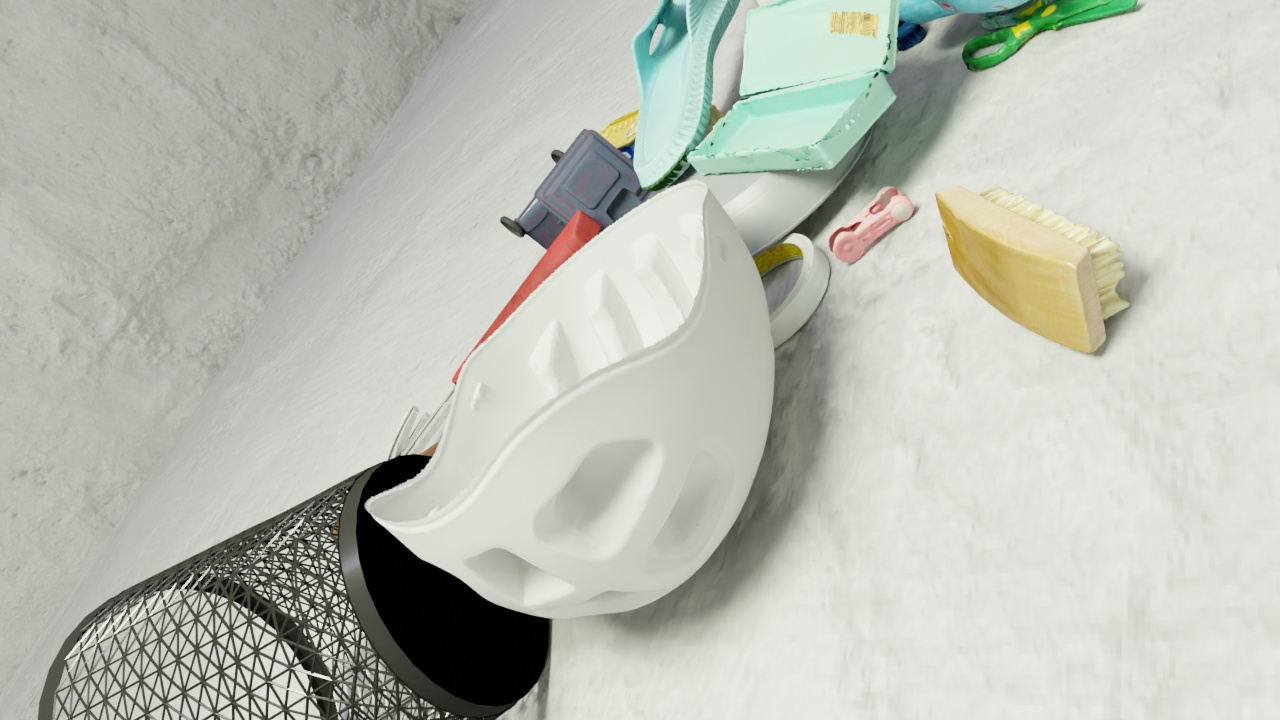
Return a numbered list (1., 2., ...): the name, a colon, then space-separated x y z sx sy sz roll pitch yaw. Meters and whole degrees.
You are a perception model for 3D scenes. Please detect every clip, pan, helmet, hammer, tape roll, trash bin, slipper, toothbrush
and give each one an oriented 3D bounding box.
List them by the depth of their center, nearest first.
1. helmet: -0.028 0.012 0.541 0.225 0.184 0.281 -27 41 29
2. clip: 0.145 -0.090 0.584 0.060 0.023 0.044 -30 29 33
3. trash bin: -0.203 0.189 0.587 0.244 0.217 0.216 -33 31 19
4. tape roll: 0.085 -0.044 0.622 0.094 0.019 0.093 -38 29 25
5. toothbrush: 0.150 -0.227 0.756 0.190 0.017 0.016 -21 39 47
6. pan: 0.036 -0.121 0.765 0.358 0.051 0.200 -19 34 46
7. slipper: 0.030 -0.269 0.782 0.116 0.069 0.275 -31 41 58
8. hammer: -0.139 -0.005 0.824 0.316 0.036 0.126 -51 24 16
9. trash bin: -0.061 -0.152 0.874 0.093 0.092 0.161 -55 13 -11

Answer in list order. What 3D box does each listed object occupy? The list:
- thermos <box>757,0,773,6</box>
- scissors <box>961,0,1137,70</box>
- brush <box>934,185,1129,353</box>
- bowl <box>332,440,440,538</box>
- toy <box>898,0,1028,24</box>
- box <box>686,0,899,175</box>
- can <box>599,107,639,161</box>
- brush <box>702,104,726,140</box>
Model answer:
1. thermos: 0.199 -0.337 0.710 0.222 0.131 0.131 -26 35 27
2. scissors: 0.262 -0.222 0.578 0.131 0.014 0.071 2 57 59
3. brush: 0.186 -0.050 0.442 0.039 0.049 0.117 -25 28 1
4. bowl: -0.160 0.116 0.719 0.147 0.069 0.147 -38 -3 -3
5. toy: 0.192 -0.275 0.599 0.181 0.115 0.182 14 47 20
6. box: 0.105 -0.191 0.632 0.138 0.057 0.187 -64 25 0
7. can: -0.002 -0.211 0.924 0.100 0.059 0.053 -6 51 56
8. brush: 0.058 -0.308 0.895 0.062 0.077 0.271 -24 49 51
